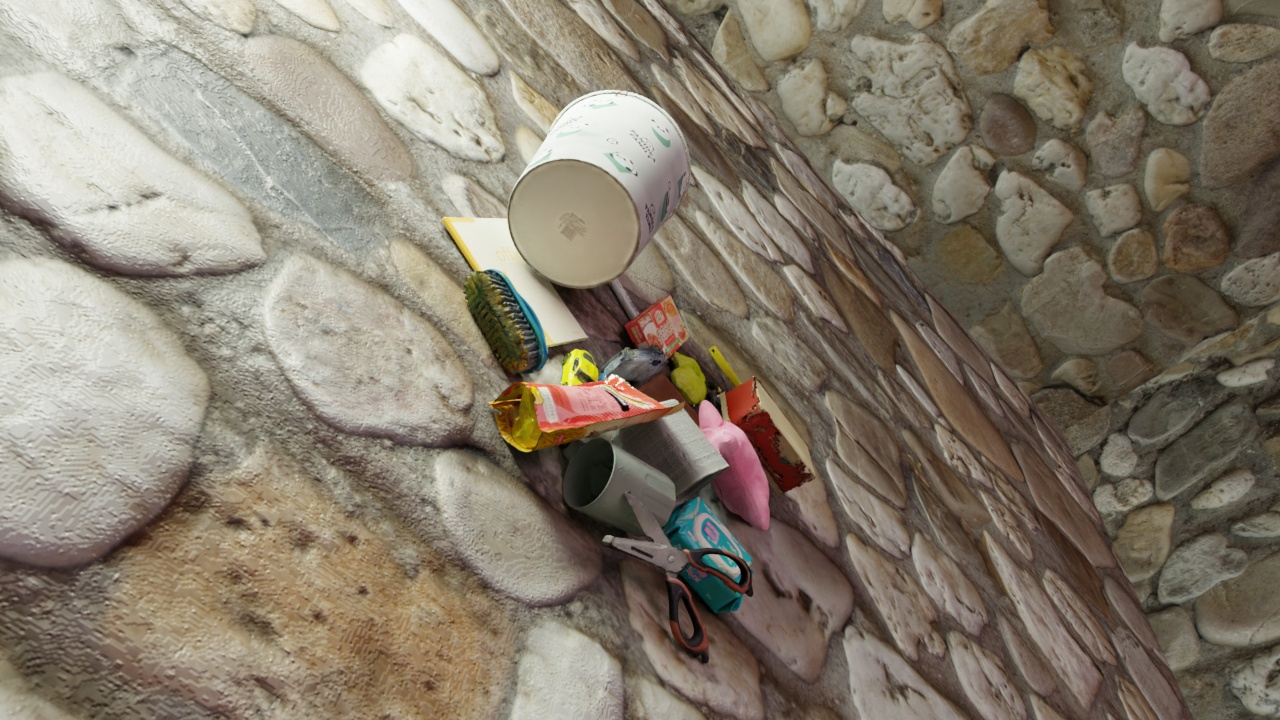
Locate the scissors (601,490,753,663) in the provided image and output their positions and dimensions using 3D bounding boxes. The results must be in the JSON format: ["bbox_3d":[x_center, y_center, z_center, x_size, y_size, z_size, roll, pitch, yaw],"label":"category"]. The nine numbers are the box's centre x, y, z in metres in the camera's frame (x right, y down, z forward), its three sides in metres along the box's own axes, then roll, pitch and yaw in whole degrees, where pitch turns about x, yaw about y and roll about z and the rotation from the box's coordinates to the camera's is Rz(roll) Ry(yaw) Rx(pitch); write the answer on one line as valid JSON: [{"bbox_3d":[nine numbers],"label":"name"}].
[{"bbox_3d":[0.047,0.235,1.017,0.188,0.015,0.226,-15,94,-37],"label":"scissors"}]

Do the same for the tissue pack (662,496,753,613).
[{"bbox_3d":[0.083,0.237,1.117,0.133,0.050,0.093,49,26,-5],"label":"tissue pack"}]

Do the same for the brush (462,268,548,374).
[{"bbox_3d":[-0.153,-0.047,1.100,0.073,0.055,0.144,-5,60,-57],"label":"brush"}]

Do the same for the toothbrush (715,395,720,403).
[{"bbox_3d":[0.174,0.104,1.406,0.191,0.016,0.018,39,36,-34],"label":"toothbrush"}]

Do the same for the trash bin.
[{"bbox_3d":[-0.061,-0.237,1.294,0.229,0.230,0.251,44,30,-13],"label":"trash bin"}]

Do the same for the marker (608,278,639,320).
[{"bbox_3d":[-0.039,-0.117,1.408,0.017,0.017,0.145,-5,60,-59],"label":"marker"}]

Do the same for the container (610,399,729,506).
[{"bbox_3d":[0.033,0.117,1.151,0.114,0.090,0.090,55,26,14],"label":"container"}]

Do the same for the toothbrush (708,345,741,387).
[{"bbox_3d":[0.164,0.049,1.489,0.190,0.016,0.016,57,9,31],"label":"toothbrush"}]

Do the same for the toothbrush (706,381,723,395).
[{"bbox_3d":[0.156,0.077,1.444,0.185,0.012,0.017,39,21,-42],"label":"toothbrush"}]

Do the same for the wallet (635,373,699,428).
[{"bbox_3d":[0.032,0.073,1.268,0.101,0.032,0.124,51,26,5],"label":"wallet"}]

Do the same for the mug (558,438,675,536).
[{"bbox_3d":[-0.031,0.137,1.049,0.103,0.084,0.124,32,7,-34],"label":"mug"}]

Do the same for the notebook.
[{"bbox_3d":[-0.162,-0.104,1.206,0.206,0.010,0.145,56,26,10],"label":"notebook"}]

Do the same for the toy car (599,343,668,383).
[{"bbox_3d":[-0.007,0.007,1.260,0.120,0.054,0.036,-4,57,-58],"label":"toy car"}]

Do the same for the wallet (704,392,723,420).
[{"bbox_3d":[0.137,0.110,1.385,0.115,0.033,0.090,42,27,-25],"label":"wallet"}]

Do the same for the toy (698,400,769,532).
[{"bbox_3d":[0.126,0.149,1.253,0.178,0.074,0.195,-122,-173,-71],"label":"toy"}]

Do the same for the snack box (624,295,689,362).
[{"bbox_3d":[0.028,-0.044,1.390,0.075,0.026,0.152,65,26,-8],"label":"snack box"}]

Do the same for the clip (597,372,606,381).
[{"bbox_3d":[-0.046,0.043,1.190,0.036,0.025,0.057,28,39,-26],"label":"clip"}]

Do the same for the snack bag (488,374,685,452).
[{"bbox_3d":[-0.061,0.051,1.051,0.129,0.073,0.207,18,17,41],"label":"snack bag"}]

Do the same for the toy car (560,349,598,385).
[{"bbox_3d":[-0.074,0.026,1.158,0.048,0.032,0.105,38,31,-25],"label":"toy car"}]

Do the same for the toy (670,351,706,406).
[{"bbox_3d":[0.074,0.028,1.386,0.096,0.031,0.100,23,38,-46],"label":"toy"}]

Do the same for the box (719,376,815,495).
[{"bbox_3d":[0.193,0.108,1.338,0.168,0.078,0.091,51,20,-27],"label":"box"}]
